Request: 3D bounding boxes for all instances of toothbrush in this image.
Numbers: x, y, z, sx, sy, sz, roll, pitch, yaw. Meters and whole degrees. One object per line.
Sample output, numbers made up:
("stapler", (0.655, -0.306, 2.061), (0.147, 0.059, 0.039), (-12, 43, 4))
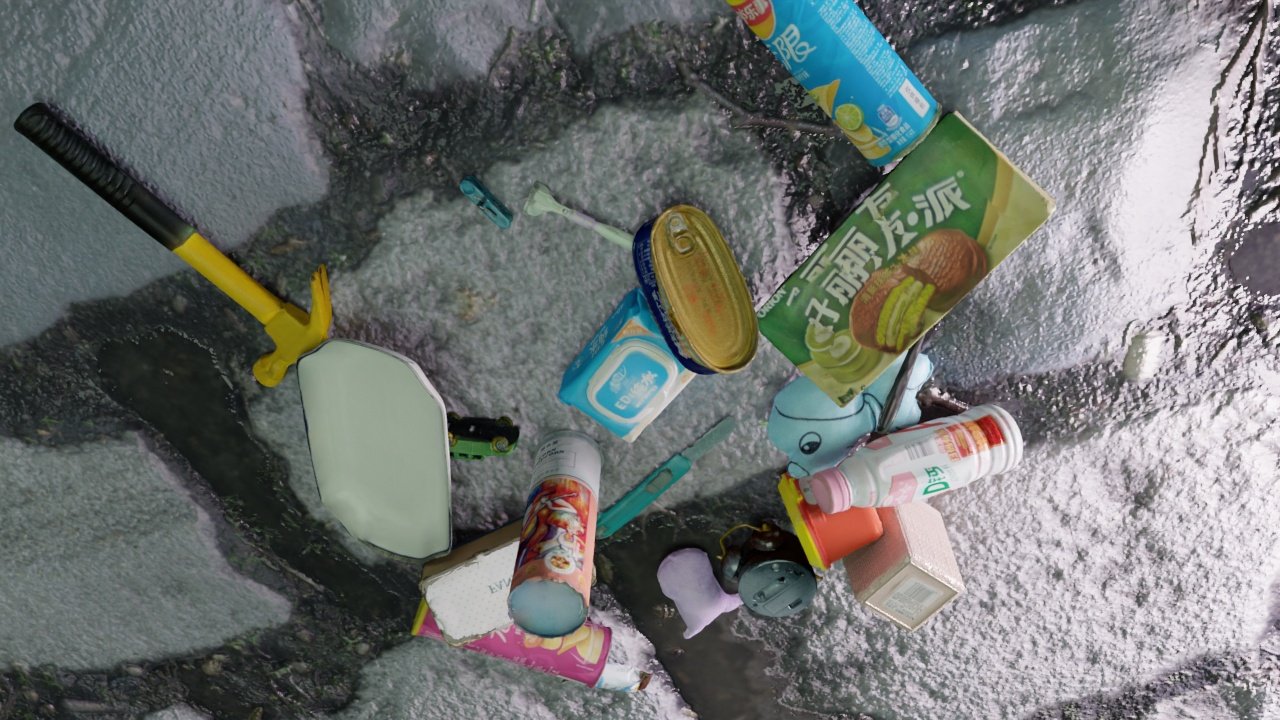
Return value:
("toothbrush", (-0.012, -0.105, 0.808), (0.189, 0.020, 0.029), (23, 85, -13))
("toothbrush", (0.251, -0.014, 0.830), (0.015, 0.018, 0.181), (13, 106, -19))

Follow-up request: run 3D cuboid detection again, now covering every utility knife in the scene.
("utility knife", (0.017, 0.125, 0.942), (0.029, 0.013, 0.216), (39, 113, -19))

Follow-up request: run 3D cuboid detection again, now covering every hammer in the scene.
("hammer", (-0.402, -0.106, 0.807), (0.129, 0.032, 0.300), (-39, 112, 20))

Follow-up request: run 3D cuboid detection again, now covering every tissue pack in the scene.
("tissue pack", (-0.005, 0.005, 0.844), (0.090, 0.063, 0.140), (33, 115, -17))

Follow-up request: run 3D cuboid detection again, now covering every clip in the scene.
("clip", (-0.132, -0.136, 0.790), (0.014, 0.042, 0.056), (-41, 110, 19))

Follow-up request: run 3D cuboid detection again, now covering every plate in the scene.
("plate", (-0.246, 0.087, 0.886), (0.162, 0.034, 0.266), (16, 126, 16))

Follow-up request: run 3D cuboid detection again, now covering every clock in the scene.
("clock", (0.134, 0.217, 0.969), (0.082, 0.055, 0.122), (-40, 111, 22))

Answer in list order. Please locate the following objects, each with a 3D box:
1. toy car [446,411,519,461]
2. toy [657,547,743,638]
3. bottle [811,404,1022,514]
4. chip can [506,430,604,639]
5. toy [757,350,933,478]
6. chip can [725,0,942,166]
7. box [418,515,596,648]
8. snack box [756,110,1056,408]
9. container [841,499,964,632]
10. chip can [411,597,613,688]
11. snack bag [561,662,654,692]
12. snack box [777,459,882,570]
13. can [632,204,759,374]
("toy car", (-0.164, 0.077, 0.902), (0.091, 0.043, 0.036), (2, 118, 2))
("toy", (0.061, 0.248, 0.998), (0.084, 0.039, 0.108), (-32, 112, -1))
("bottle", (0.255, 0.097, 0.855), (0.196, 0.068, 0.068), (-16, 121, -14))
("chip can", (-0.074, 0.153, 0.844), (0.071, 0.214, 0.071), (0, 120, 1))
("toy", (0.191, 0.045, 0.873), (0.156, 0.049, 0.162), (7, 112, -3))
("chip can", (0.136, -0.244, 0.694), (0.071, 0.071, 0.210), (-40, 112, 21))
("box", (-0.129, 0.214, 0.938), (0.184, 0.061, 0.090), (-22, 102, -8))
("snack box", (0.214, -0.081, 0.771), (0.114, 0.063, 0.241), (44, 114, 3))
("container", (0.259, 0.200, 0.924), (0.090, 0.110, 0.090), (33, 116, -16))
("chip can", (-0.140, 0.297, 1.013), (0.210, 0.071, 0.072), (21, 118, -11))
("snack bag", (-0.039, 0.372, 1.079), (0.104, 0.026, 0.048), (12, 132, -5))
("snack box", (0.188, 0.147, 0.909), (0.080, 0.091, 0.082), (-24, 118, 7))
("can", (0.047, -0.058, 0.784), (0.074, 0.049, 0.148), (-27, 97, -22))
